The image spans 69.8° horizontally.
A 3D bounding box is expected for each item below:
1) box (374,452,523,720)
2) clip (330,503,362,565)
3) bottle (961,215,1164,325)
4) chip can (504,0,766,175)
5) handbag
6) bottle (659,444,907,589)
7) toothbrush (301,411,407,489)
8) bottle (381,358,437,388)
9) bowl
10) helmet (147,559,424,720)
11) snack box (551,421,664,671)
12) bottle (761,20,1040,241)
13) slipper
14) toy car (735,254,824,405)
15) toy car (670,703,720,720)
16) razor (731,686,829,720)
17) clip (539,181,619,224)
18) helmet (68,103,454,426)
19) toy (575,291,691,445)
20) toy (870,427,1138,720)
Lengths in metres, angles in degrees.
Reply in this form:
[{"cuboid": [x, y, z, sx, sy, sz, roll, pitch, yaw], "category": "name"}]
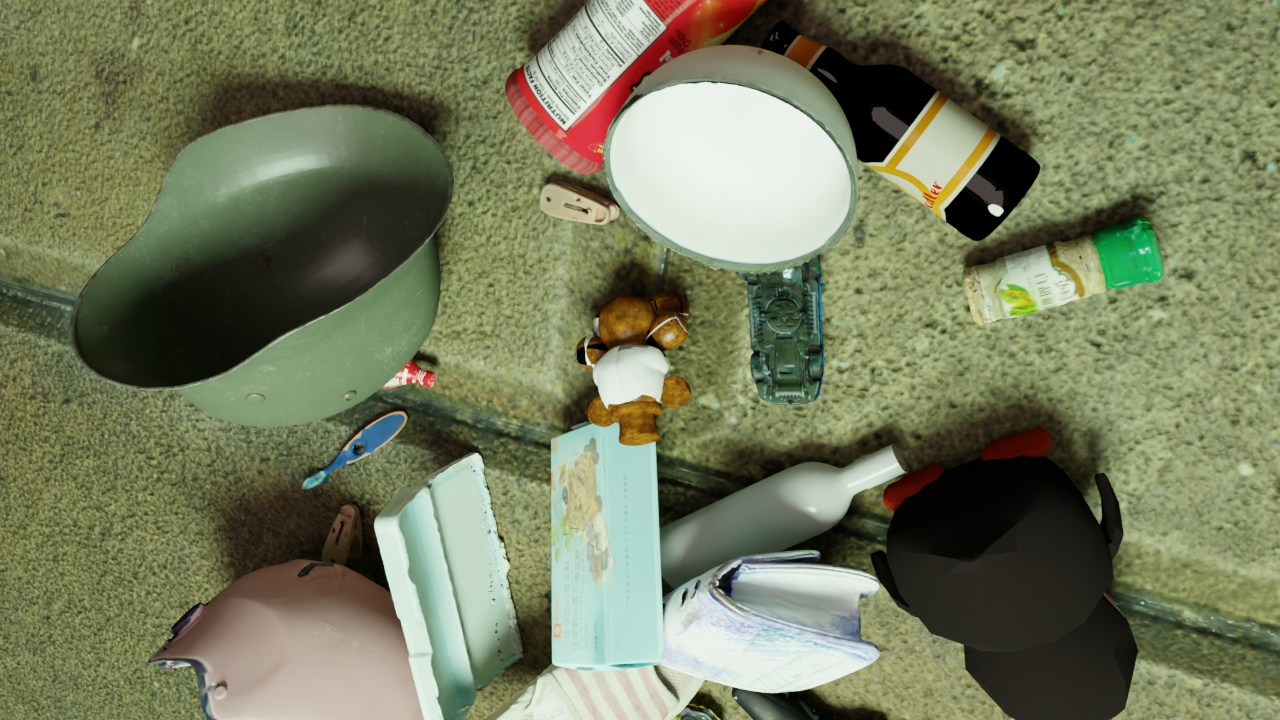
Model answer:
[{"cuboid": [-0.153, 0.188, 0.739, 0.044, 0.135, 0.197, -2, 107, 21], "category": "box"}, {"cuboid": [-0.265, 0.156, 0.832, 0.026, 0.049, 0.061, 12, 152, 13], "category": "clip"}, {"cuboid": [0.261, -0.055, 0.572, 0.111, 0.043, 0.043, -16, 102, 23], "category": "bottle"}, {"cuboid": [0.015, -0.219, 0.577, 0.214, 0.086, 0.087, -39, 92, 24], "category": "chip can"}, {"cuboid": [0.080, 0.182, 0.651, 0.126, 0.069, 0.159, 17, 149, -11], "category": "handbag"}, {"cuboid": [0.102, 0.111, 0.674, 0.196, 0.052, 0.052, -30, 96, 25], "category": "bottle"}, {"cuboid": [-0.251, 0.080, 0.802, 0.135, 0.017, 0.021, -33, 97, 25], "category": "toothbrush"}, {"cuboid": [-0.233, -0.005, 0.754, 0.141, 0.041, 0.042, 17, 112, 12], "category": "bottle"}, {"cuboid": [0.060, -0.130, 0.559, 0.153, 0.072, 0.154, 14, 149, 9], "category": "bowl"}, {"cuboid": [-0.270, 0.255, 0.772, 0.230, 0.152, 0.256, 39, 153, -19], "category": "helmet"}, {"cuboid": [-0.026, 0.134, 0.668, 0.075, 0.053, 0.174, -24, 62, 53], "category": "snack box"}, {"cuboid": [0.153, -0.149, 0.567, 0.181, 0.059, 0.059, 37, 115, 4], "category": "bottle"}, {"cuboid": [-0.056, 0.281, 0.707, 0.262, 0.052, 0.115, -32, 107, -12], "category": "slipper"}, {"cuboid": [0.100, -0.030, 0.633, 0.056, 0.043, 0.120, -1, 104, 19], "category": "toy car"}, {"cuboid": [0.038, 0.332, 0.781, 0.049, 0.030, 0.107, 29, 116, 9], "category": "toy car"}, {"cuboid": [0.138, 0.289, 0.722, 0.140, 0.053, 0.064, 35, 103, 7], "category": "razor"}, {"cuboid": [-0.045, -0.111, 0.663, 0.061, 0.049, 0.026, 10, 113, -14], "category": "clip"}, {"cuboid": [-0.251, -0.044, 0.661, 0.227, 0.267, 0.154, 46, 157, 33], "category": "helmet"}, {"cuboid": [-0.004, 0.004, 0.643, 0.087, 0.067, 0.112, -16, 67, 22], "category": "toy"}, {"cuboid": [0.248, 0.162, 0.593, 0.159, 0.139, 0.184, -26, 98, 24], "category": "toy"}]
